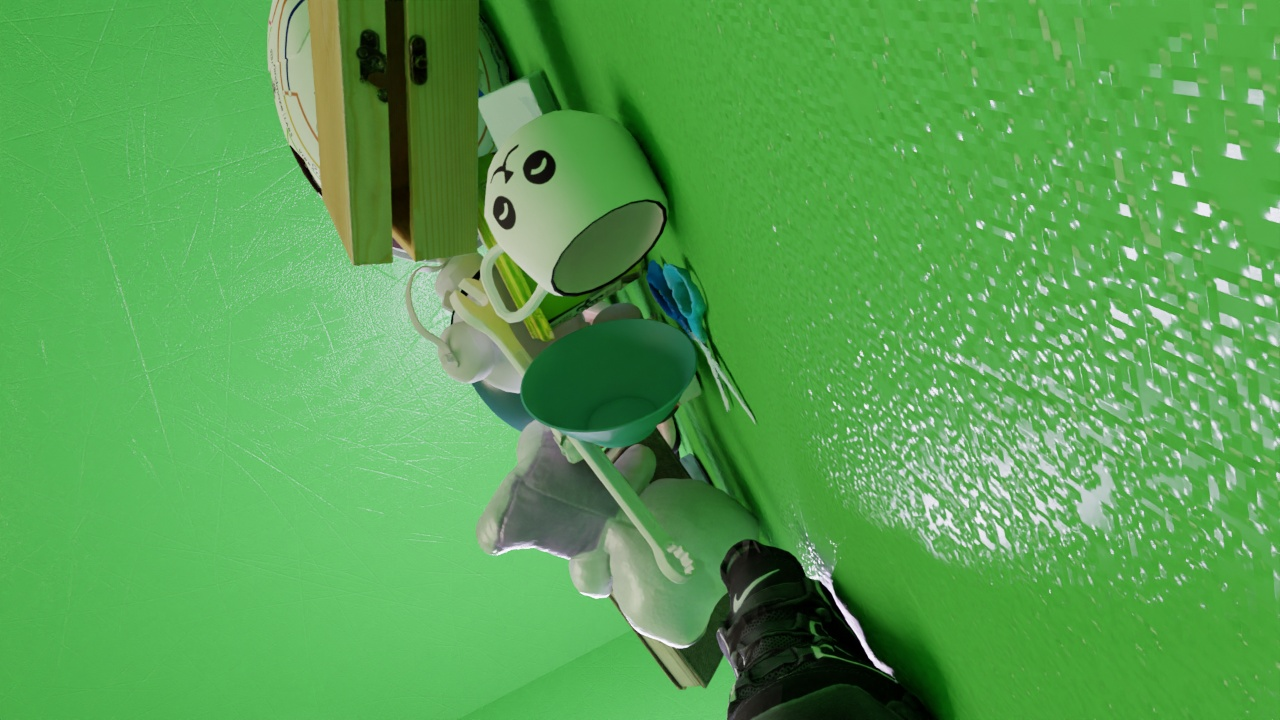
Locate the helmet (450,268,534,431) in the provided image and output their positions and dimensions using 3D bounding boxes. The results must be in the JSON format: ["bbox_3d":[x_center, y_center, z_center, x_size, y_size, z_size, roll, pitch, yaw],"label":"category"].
[{"bbox_3d":[-0.108,-0.019,1.092,0.200,0.176,0.274,48,-168,-30],"label":"helmet"}]

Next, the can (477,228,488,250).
[{"bbox_3d":[-0.096,-0.115,0.895,0.079,0.079,0.146,62,-173,18],"label":"can"}]

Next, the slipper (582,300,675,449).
[{"bbox_3d":[-0.032,0.024,0.929,0.222,0.107,0.055,60,-153,-30],"label":"slipper"}]

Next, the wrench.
[{"bbox_3d":[-0.050,0.044,0.648,0.273,0.009,0.047,51,-153,15],"label":"wrench"}]

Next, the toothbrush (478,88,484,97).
[{"bbox_3d":[-0.100,-0.188,0.820,0.011,0.016,0.186,50,-177,37],"label":"toothbrush"}]

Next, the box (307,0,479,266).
[{"bbox_3d":[-0.160,-0.197,0.557,0.128,0.091,0.250,39,132,43],"label":"box"}]

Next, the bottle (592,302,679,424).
[{"bbox_3d":[-0.005,0.005,0.787,0.060,0.060,0.108,59,173,48],"label":"bottle"}]

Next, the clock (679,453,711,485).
[{"bbox_3d":[0.056,0.157,0.991,0.088,0.051,0.125,57,172,42],"label":"clock"}]

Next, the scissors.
[{"bbox_3d":[0.033,-0.018,0.562,0.127,0.014,0.127,62,173,-36],"label":"scissors"}]

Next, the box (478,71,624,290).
[{"bbox_3d":[-0.063,-0.151,0.781,0.187,0.078,0.112,67,-156,-17],"label":"box"}]

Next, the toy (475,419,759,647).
[{"bbox_3d":[-0.014,0.128,0.720,0.209,0.137,0.086,25,162,2],"label":"toy"}]

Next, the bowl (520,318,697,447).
[{"bbox_3d":[-0.017,0.025,0.628,0.121,0.121,0.046,-122,14,-53],"label":"bowl"}]

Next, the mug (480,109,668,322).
[{"bbox_3d":[-0.047,-0.074,0.487,0.090,0.124,0.076,-4,-126,-56],"label":"mug"}]

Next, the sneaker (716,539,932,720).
[{"bbox_3d":[0.084,0.164,0.511,0.150,0.097,0.253,64,-179,27],"label":"sneaker"}]

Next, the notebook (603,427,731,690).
[{"bbox_3d":[0.031,0.159,0.850,0.035,0.189,0.215,-21,110,44],"label":"notebook"}]

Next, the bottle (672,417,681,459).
[{"bbox_3d":[0.029,0.089,1.038,0.033,0.033,0.123,60,175,38],"label":"bottle"}]

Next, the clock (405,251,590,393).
[{"bbox_3d":[-0.114,-0.033,0.741,0.159,0.061,0.119,18,-132,-38],"label":"clock"}]

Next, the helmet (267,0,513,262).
[{"bbox_3d":[-0.238,-0.249,0.921,0.236,0.231,0.314,-145,34,-74],"label":"helmet"}]

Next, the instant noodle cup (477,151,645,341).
[{"bbox_3d":[-0.064,-0.096,0.666,0.146,0.098,0.146,63,175,10],"label":"instant noodle cup"}]

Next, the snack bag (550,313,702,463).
[{"bbox_3d":[-0.019,0.020,0.701,0.077,0.116,0.036,61,180,43],"label":"snack bag"}]
